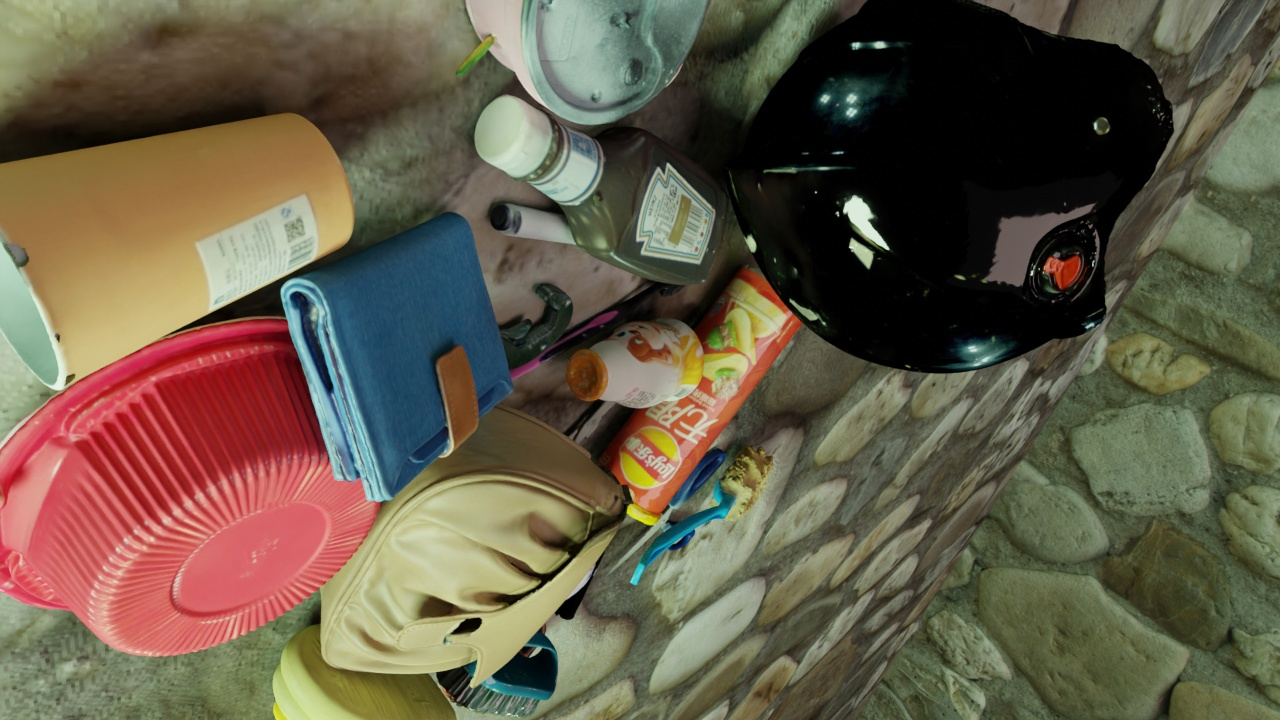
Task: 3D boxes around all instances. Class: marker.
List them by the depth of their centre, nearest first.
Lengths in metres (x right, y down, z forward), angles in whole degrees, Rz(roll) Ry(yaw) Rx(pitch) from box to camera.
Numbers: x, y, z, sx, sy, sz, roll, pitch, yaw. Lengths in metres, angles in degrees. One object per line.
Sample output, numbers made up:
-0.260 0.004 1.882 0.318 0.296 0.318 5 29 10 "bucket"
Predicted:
-0.040 -0.077 0.555 0.018 0.022 0.130 -23 168 33 "marker"
-0.048 0.185 0.838 0.022 0.020 0.132 10 119 -26 "marker"

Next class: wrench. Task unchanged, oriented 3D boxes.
-0.140 0.000 0.504 0.272 0.016 0.056 -16 136 -46 "wrench"

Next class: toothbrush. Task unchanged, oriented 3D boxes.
-0.031 -0.023 0.637 0.188 0.014 0.018 -32 157 -30 "toothbrush"

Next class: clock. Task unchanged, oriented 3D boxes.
-0.012 -0.180 0.441 0.158 0.060 0.117 -17 135 -43 "clock"

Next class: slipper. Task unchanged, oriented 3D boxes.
-0.193 0.246 0.633 0.081 0.091 0.190 -45 154 -8 "slipper"

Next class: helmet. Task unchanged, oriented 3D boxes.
0.189 -0.103 0.621 0.230 0.233 0.275 -31 109 -6 "helmet"

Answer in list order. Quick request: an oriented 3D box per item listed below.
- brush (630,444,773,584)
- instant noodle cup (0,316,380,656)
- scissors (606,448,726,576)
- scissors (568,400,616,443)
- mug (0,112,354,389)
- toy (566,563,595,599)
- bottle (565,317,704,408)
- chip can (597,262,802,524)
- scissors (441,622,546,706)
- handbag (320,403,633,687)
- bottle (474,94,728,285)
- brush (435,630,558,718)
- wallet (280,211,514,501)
0.062 0.149 0.890 0.253 0.046 0.083 -25 145 -53 "brush"
-0.195 0.071 0.433 0.193 0.066 0.194 -35 154 -20 "instant noodle cup"
0.030 0.153 0.917 0.162 0.012 0.172 -53 151 3 "scissors"
-0.039 0.053 0.714 0.174 0.014 0.137 -25 140 -41 "scissors"
-0.175 -0.050 0.345 0.122 0.078 0.078 -32 146 -39 "mug"
-0.057 0.161 0.776 0.083 0.039 0.108 -15 134 -38 "toy"
-0.004 0.004 0.652 0.108 0.063 0.063 -11 132 -50 "bottle"
0.047 0.026 0.743 0.216 0.073 0.073 -54 151 2 "chip can"
-0.130 0.222 0.766 0.195 0.015 0.216 10 115 -57 "scissors"
-0.104 0.123 0.549 0.147 0.099 0.205 15 129 -30 "handbag"
-0.016 -0.099 0.533 0.194 0.044 0.080 17 88 -54 "bottle"
-0.107 0.255 0.761 0.073 0.055 0.144 -48 150 -5 "brush"
-0.108 -0.007 0.440 0.132 0.040 0.106 -49 130 -62 "wallet"
